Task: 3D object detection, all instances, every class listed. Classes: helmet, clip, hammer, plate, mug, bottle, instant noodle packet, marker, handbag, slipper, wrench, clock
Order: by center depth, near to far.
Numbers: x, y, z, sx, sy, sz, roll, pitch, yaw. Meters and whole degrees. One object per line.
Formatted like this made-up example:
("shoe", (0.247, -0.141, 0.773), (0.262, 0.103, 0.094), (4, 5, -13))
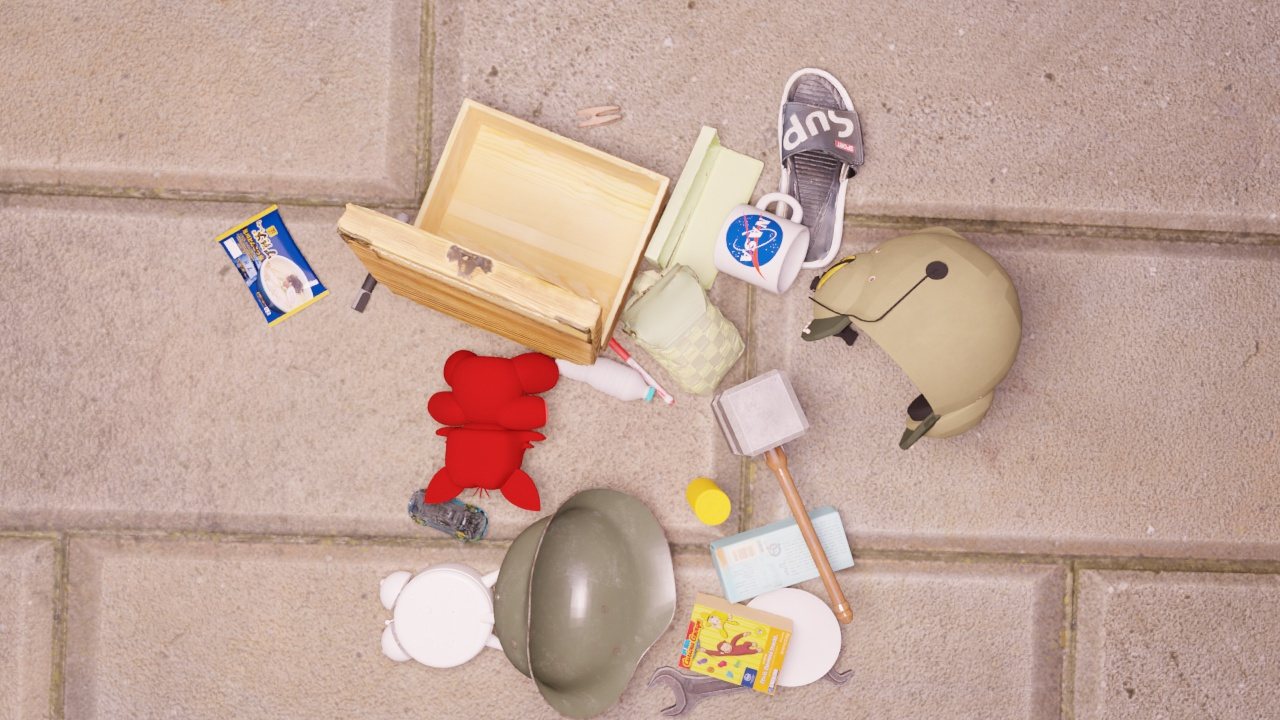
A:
("helmet", (0.331, -0.040, 1.092), (0.233, 0.255, 0.250), (-42, 93, 2))
("helmet", (-0.091, 0.296, 1.126), (0.226, 0.154, 0.267), (19, 65, -39))
("hammer", (0.190, 0.175, 1.129), (0.083, 0.163, 0.317), (-23, 85, -2))
("bottle", (0.082, 0.173, 1.149), (0.043, 0.143, 0.043), (0, 90, -3))
("mug", (0.160, -0.155, 1.164), (0.090, 0.091, 0.121), (25, 89, 22))
("handbag", (0.048, -0.043, 1.165), (0.113, 0.117, 0.186), (-43, 133, 1))
("clock", (-0.252, 0.326, 1.173), (0.161, 0.073, 0.125), (-2, 90, -2))
("instant noodle packet", (-0.476, -0.122, 1.187), (0.087, 0.026, 0.134), (-31, 92, -5))
("bottle", (-0.047, 0.019, 1.194), (0.136, 0.044, 0.044), (23, 89, -2))
("slipper", (0.230, -0.252, 1.196), (0.111, 0.063, 0.264), (7, 92, -2))
("marker", (-0.339, -0.128, 1.197), (0.016, 0.016, 0.140), (27, 89, -2))
("plate", (0.193, 0.360, 1.200), (0.134, 0.011, 0.134), (1, 98, 9))
("clip", (-0.055, -0.323, 1.205), (0.061, 0.025, 0.049), (-42, 87, 6))
("marker", (-0.007, 0.007, 1.212), (0.142, 0.013, 0.013), (45, 88, -2))
("wrench", (0.146, 0.424, 1.220), (0.273, 0.010, 0.070), (-8, 90, -2))

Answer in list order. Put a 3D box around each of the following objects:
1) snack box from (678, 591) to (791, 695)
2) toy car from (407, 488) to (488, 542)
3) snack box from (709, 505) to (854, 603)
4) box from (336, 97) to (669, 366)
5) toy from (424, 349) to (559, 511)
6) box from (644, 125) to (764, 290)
("snack box", (0.122, 0.364, 1.183), (0.126, 0.040, 0.088), (15, 100, 7))
("toy car", (-0.249, 0.200, 1.193), (0.105, 0.032, 0.048), (20, 90, 3))
("snack box", (0.184, 0.253, 1.199), (0.174, 0.053, 0.075), (-18, 91, -1))
("box", (-0.143, -0.138, 1.044), (0.279, 0.336, 0.286), (22, 91, 0))
("toy", (-0.189, 0.084, 1.150), (0.158, 0.120, 0.197), (2, 85, 10))
("box", (0.082, -0.197, 1.181), (0.098, 0.082, 0.188), (21, 89, 10))
